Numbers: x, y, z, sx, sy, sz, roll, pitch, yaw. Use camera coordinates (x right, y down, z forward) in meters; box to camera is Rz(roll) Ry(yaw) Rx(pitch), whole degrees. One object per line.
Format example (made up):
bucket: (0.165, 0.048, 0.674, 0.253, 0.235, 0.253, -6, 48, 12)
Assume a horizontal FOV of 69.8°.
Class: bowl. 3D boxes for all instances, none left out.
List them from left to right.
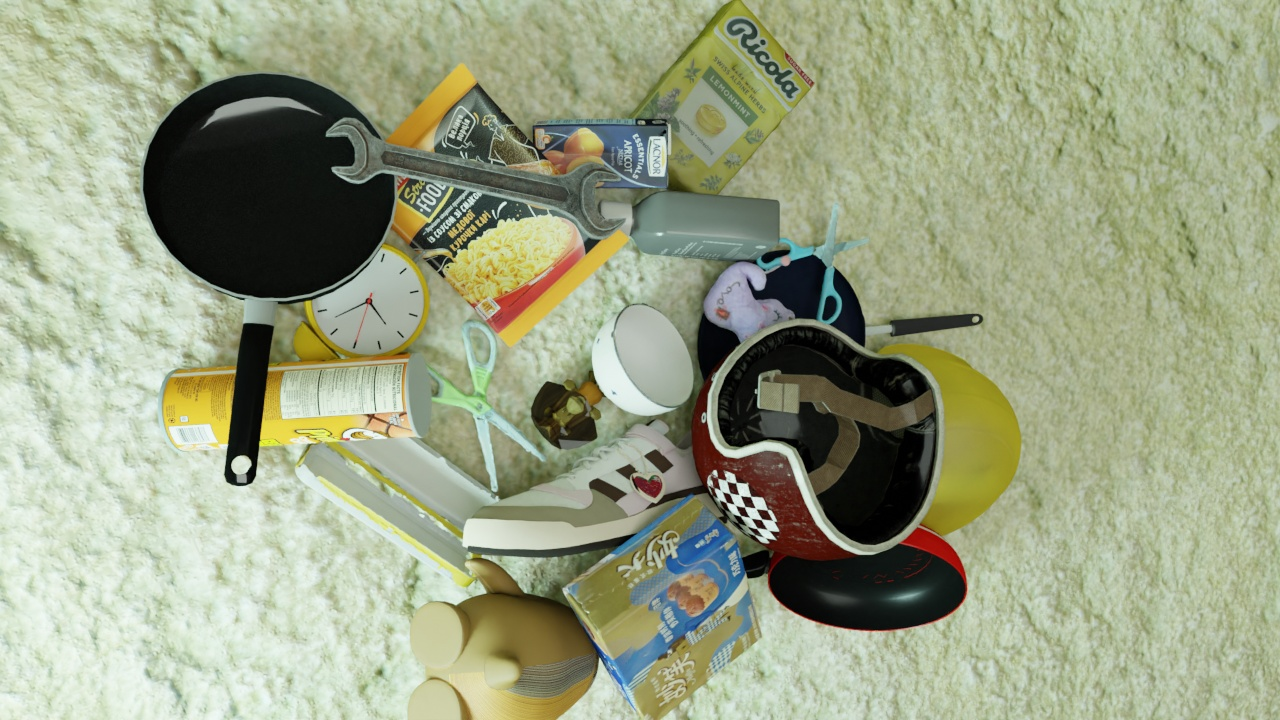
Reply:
bowl: (-0.005, 0.005, 0.926, 0.113, 0.063, 0.113, 28, 48, -36)

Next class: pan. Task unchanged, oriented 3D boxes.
pan: (-0.318, -0.072, 0.779, 0.204, 0.044, 0.355, 5, 79, -15)
pan: (0.172, 0.227, 1.007, 0.356, 0.067, 0.209, 8, 140, 4)
pan: (0.230, -0.030, 1.029, 0.356, 0.021, 0.199, -7, 101, -16)

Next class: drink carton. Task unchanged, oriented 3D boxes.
drink carton: (-0.036, -0.198, 0.881, 0.130, 0.040, 0.064, 0, 115, -1)

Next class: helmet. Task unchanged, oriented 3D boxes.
helmet: (0.163, 0.074, 0.868, 0.232, 0.254, 0.234, -28, 108, -30)
helmet: (0.318, 0.112, 1.009, 0.209, 0.139, 0.240, 31, 93, -27)

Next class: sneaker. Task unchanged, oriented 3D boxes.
sneaker: (-0.037, 0.123, 0.910, 0.293, 0.112, 0.116, -4, 83, -31)

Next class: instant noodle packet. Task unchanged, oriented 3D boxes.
instant noodle packet: (-0.145, -0.139, 0.866, 0.160, 0.032, 0.221, -41, 106, 13)

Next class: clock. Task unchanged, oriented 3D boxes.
clock: (-0.259, -0.042, 0.857, 0.113, 0.052, 0.152, 18, 90, -20)

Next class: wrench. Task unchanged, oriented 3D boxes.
wrench: (-0.140, -0.164, 0.823, 0.273, 0.010, 0.070, 9, 91, -19)

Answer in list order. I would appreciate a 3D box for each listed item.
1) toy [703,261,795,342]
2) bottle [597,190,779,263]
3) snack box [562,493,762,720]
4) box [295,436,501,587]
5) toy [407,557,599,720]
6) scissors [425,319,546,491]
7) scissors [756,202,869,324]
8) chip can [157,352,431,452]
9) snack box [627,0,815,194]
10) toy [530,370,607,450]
toy: (0.117, -0.054, 0.958, 0.099, 0.036, 0.080, 32, 91, -19)
bottle: (0.043, -0.134, 0.914, 0.173, 0.084, 0.046, 3, 82, -12)
snack box: (0.029, 0.249, 0.900, 0.154, 0.069, 0.203, -33, 137, -15)
box: (-0.224, 0.133, 0.879, 0.209, 0.080, 0.080, 41, 123, -19)
toy: (-0.124, 0.295, 0.902, 0.203, 0.163, 0.198, 18, 68, -58)
scissors: (-0.167, 0.048, 0.908, 0.138, 0.028, 0.170, -14, 87, -15)
scissors: (0.190, -0.098, 0.987, 0.135, 0.015, 0.136, -14, 105, -9)
chip can: (-0.300, 0.037, 0.809, 0.215, 0.075, 0.075, -4, 101, 2)
snack box: (0.076, -0.256, 0.928, 0.121, 0.045, 0.181, 42, 85, -19)
toy: (-0.062, 0.044, 0.933, 0.100, 0.063, 0.076, -41, 87, -22)
